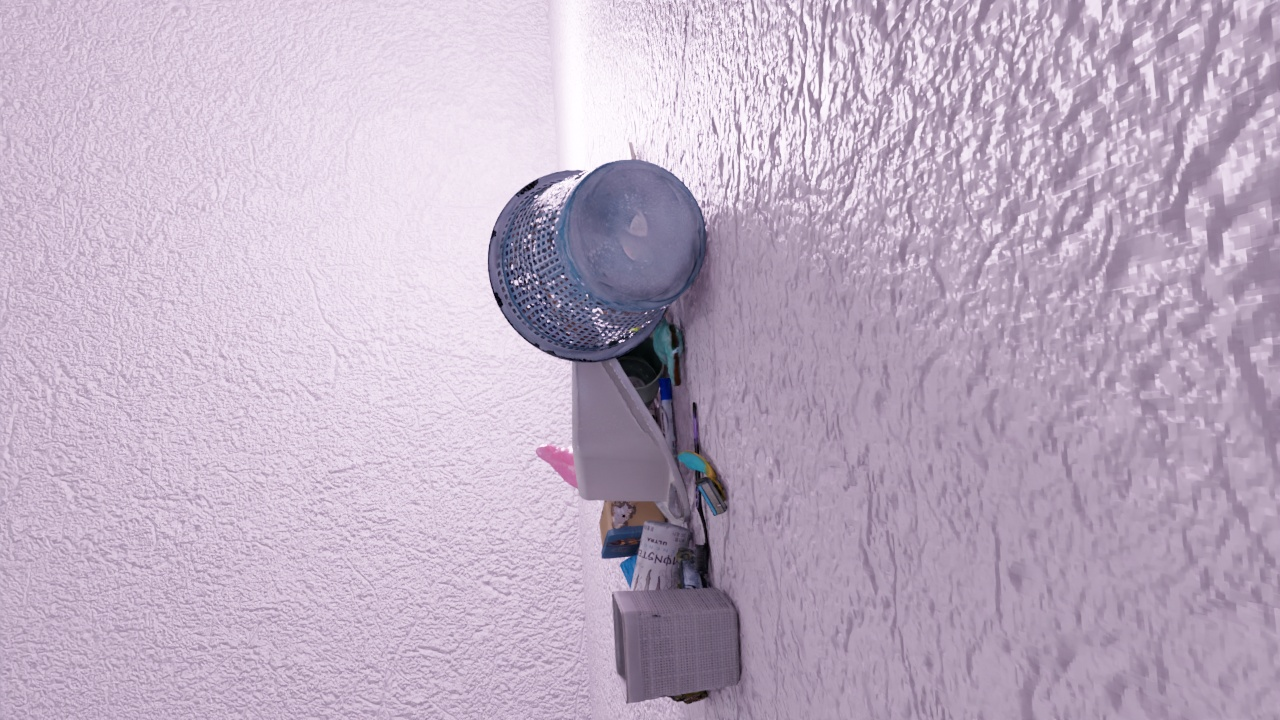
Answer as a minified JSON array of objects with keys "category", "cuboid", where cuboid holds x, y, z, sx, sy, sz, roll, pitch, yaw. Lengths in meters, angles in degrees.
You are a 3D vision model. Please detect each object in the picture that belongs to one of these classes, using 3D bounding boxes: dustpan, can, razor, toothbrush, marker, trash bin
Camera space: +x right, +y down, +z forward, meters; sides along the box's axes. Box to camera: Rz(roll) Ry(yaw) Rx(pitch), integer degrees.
[{"category":"dustpan","cuboid":[-0.014,0.078,1.153,0.223,0.142,0.257,91,178,-61]},{"category":"can","cuboid":[0.019,0.267,1.091,0.058,0.058,0.146,153,129,-81]},{"category":"razor","cuboid":[0.062,0.117,0.957,0.043,0.028,0.132,57,177,-16]},{"category":"toothbrush","cuboid":[0.062,0.139,1.012,0.014,0.016,0.189,123,145,-78]},{"category":"marker","cuboid":[0.037,0.095,1.165,0.017,0.017,0.145,133,133,-79]},{"category":"trash bin","cuboid":[-0.033,-0.116,0.981,0.195,0.226,0.226,169,97,-69]}]

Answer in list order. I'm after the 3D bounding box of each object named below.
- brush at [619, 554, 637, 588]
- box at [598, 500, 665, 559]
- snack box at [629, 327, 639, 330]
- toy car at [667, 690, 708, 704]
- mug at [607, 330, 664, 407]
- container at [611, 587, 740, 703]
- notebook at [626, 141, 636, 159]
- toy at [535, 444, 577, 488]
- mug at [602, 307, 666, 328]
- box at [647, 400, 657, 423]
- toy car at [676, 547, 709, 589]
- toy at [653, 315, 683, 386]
[{"category":"brush","cuboid":[0.025,0.306,1.231,0.315,0.060,0.109,118,142,-70]},{"category":"box","cuboid":[-0.015,0.244,1.339,0.185,0.089,0.060,98,166,-64]},{"category":"snack box","cuboid":[0.000,-0.085,1.314,0.085,0.026,0.156,-112,20,-66]},{"category":"toy car","cuboid":[0.045,0.349,1.029,0.158,0.042,0.070,63,-173,-64]},{"category":"mug","cuboid":[-0.007,0.007,1.239,0.106,0.082,0.111,97,-164,-67]},{"category":"container","cuboid":[0.035,0.277,0.908,0.090,0.114,0.090,-160,67,-81]},{"category":"notebook","cuboid":[-0.013,-0.209,1.408,0.207,0.010,0.145,98,166,-56]},{"category":"toy","cuboid":[-0.048,0.174,1.394,0.195,0.178,0.074,19,92,49]},{"category":"mug","cuboid":[-0.005,-0.101,1.201,0.114,0.082,0.105,40,-139,-59]},{"category":"box","cuboid":[0.008,0.100,1.303,0.070,0.055,0.164,146,121,-67]},{"category":"toy car","cuboid":[0.058,0.256,1.014,0.120,0.037,0.054,-101,7,-66]},{"category":"toy","cuboid":[0.034,-0.015,1.098,0.092,0.030,0.096,130,132,-81]}]
